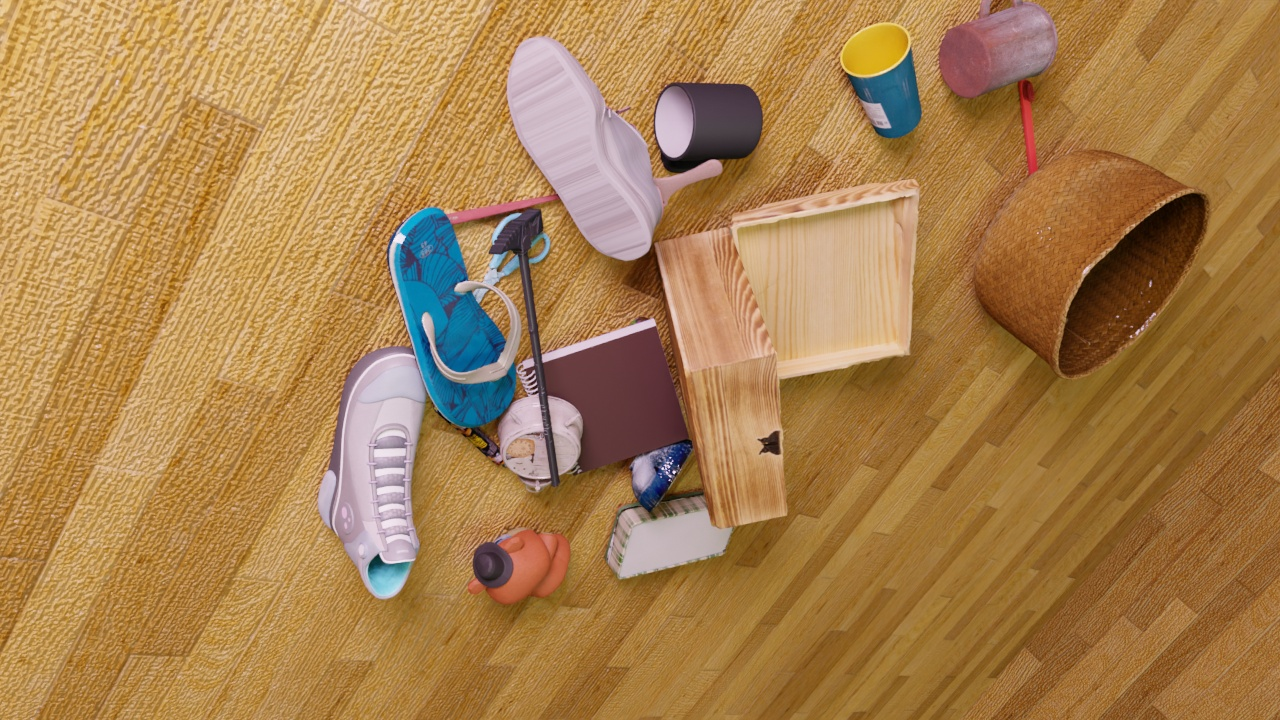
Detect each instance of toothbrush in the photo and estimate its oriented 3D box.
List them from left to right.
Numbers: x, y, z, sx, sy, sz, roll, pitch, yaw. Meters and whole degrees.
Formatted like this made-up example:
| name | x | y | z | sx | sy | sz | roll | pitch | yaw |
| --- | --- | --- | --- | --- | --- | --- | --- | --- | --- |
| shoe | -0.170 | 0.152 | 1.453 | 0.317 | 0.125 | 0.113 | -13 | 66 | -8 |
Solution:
| name | x | y | z | sx | sy | sz | roll | pitch | yaw |
| --- | --- | --- | --- | --- | --- | --- | --- | --- | --- |
| toothbrush | -0.144 | -0.158 | 0.933 | 0.189 | 0.016 | 0.016 | -17 | 127 | -23 |
| toothbrush | 0.554 | -0.313 | 1.297 | 0.012 | 0.018 | 0.212 | -38 | 137 | -3 |

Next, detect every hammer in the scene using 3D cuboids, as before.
| name | x | y | z | sx | sy | sz | roll | pitch | yaw |
| --- | --- | --- | --- | --- | --- | --- | --- | --- | --- |
| hammer | -0.113 | 0.005 | 0.991 | 0.094 | 0.015 | 0.325 | -55 | 146 | -54 |

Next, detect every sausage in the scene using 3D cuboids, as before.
| name | x | y | z | sx | sy | sz | roll | pitch | yaw |
| --- | --- | --- | --- | --- | --- | --- | --- | --- | --- |
| sausage | -0.198 | 0.088 | 1.090 | 0.020 | 0.020 | 0.155 | -39 | 137 | -2 |

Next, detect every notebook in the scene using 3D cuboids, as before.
| name | x | y | z | sx | sy | sz | roll | pitch | yaw |
| --- | --- | --- | --- | --- | --- | --- | --- | --- | --- |
| notebook | -0.041 | 0.053 | 1.138 | 0.171 | 0.022 | 0.209 | -18 | 135 | 0 |

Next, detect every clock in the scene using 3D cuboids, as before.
| name | x | y | z | sx | sy | sz | roll | pitch | yaw |
| --- | --- | --- | --- | --- | --- | --- | --- | --- | --- |
| clock | -0.123 | 0.114 | 1.113 | 0.103 | 0.061 | 0.157 | 3 | 133 | -10 |

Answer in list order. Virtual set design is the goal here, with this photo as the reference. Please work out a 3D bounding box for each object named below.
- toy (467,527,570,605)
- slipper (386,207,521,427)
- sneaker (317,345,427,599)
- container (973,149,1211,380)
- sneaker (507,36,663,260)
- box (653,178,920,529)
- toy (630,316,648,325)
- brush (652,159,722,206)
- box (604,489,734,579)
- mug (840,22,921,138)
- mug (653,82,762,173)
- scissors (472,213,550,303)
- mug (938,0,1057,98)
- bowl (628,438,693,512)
| name | x | y | z | sx | sy | sz | roll | pitch | yaw |
| --- | --- | --- | --- | --- | --- | --- | --- | --- | --- |
| toy | -0.159 | 0.274 | 1.215 | 0.112 | 0.096 | 0.176 | -47 | 165 | 6 |
| slipper | -0.180 | -0.025 | 0.947 | 0.118 | 0.060 | 0.295 | -48 | 145 | -29 |
| sneaker | -0.265 | 0.123 | 0.971 | 0.093 | 0.160 | 0.257 | 1 | 124 | -36 |
| container | 0.652 | -0.149 | 1.363 | 0.306 | 0.196 | 0.308 | -20 | 134 | -22 |
| sneaker | -0.046 | -0.218 | 0.913 | 0.099 | 0.089 | 0.236 | -11 | 123 | 29 |
| box | 0.203 | -0.021 | 1.104 | 0.336 | 0.285 | 0.279 | -14 | 133 | 0 |
| toy | -0.007 | 0.007 | 1.146 | 0.079 | 0.038 | 0.123 | -28 | 129 | -15 |
| brush | 0.025 | -0.182 | 0.984 | 0.136 | 0.015 | 0.050 | -18 | 142 | 21 |
| box | 0.050 | 0.255 | 1.379 | 0.205 | 0.051 | 0.118 | -8 | 125 | -31 |
| mug | 0.286 | -0.319 | 1.067 | 0.078 | 0.078 | 0.121 | -42 | 141 | 1 |
| mug | 0.064 | -0.242 | 0.978 | 0.087 | 0.078 | 0.114 | -9 | 155 | -30 |
| scissors | -0.149 | -0.093 | 0.990 | 0.076 | 0.015 | 0.142 | 19 | 118 | -44 |
| mug | 0.427 | -0.388 | 1.102 | 0.110 | 0.096 | 0.123 | -26 | 115 | -22 |
| bowl | 0.020 | 0.144 | 1.248 | 0.114 | 0.061 | 0.114 | -58 | 179 | -3 |
